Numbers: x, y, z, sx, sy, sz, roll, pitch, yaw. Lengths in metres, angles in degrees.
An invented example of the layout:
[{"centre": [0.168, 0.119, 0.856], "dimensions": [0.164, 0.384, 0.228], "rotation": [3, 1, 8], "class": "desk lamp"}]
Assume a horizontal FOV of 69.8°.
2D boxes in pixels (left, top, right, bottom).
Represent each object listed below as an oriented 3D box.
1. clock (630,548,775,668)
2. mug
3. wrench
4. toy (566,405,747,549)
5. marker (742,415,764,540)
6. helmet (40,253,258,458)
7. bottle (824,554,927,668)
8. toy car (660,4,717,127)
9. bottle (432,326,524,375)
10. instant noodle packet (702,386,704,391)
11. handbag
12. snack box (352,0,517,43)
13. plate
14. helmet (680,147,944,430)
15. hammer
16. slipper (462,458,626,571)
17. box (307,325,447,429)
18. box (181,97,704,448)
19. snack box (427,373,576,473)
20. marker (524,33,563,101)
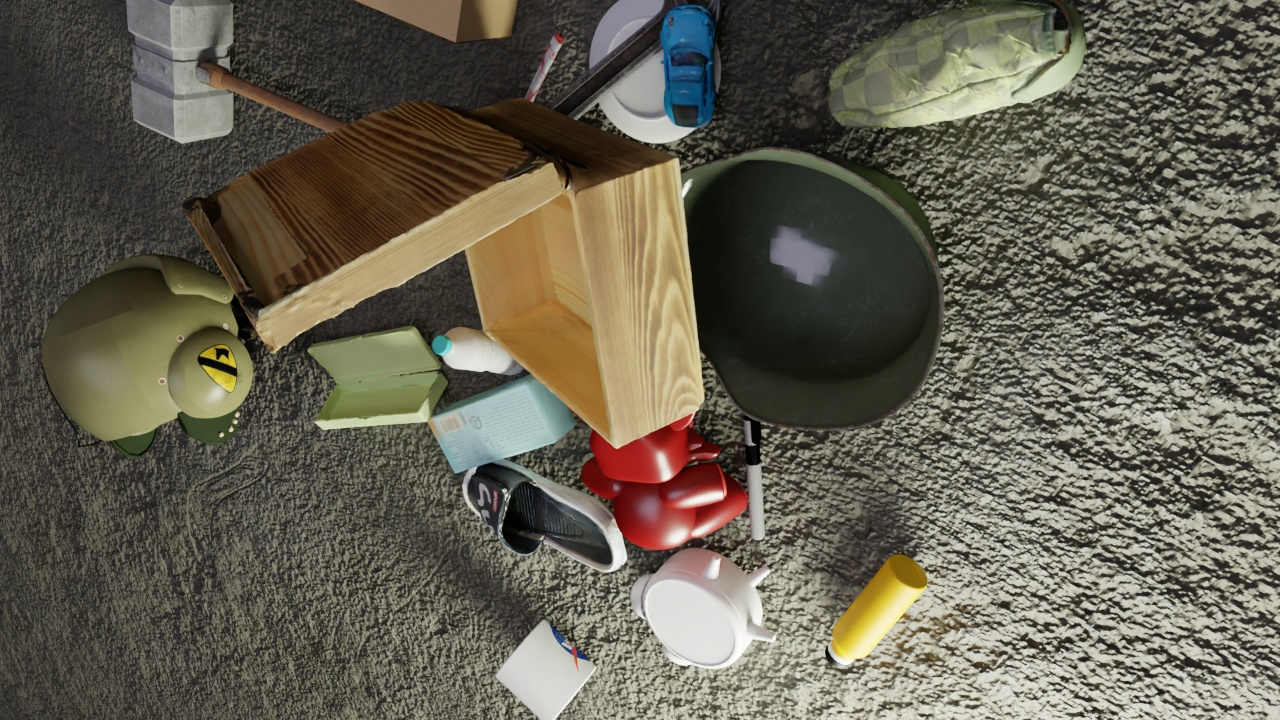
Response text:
[{"centre": [0.070, 0.269, 1.014], "dimensions": [0.161, 0.072, 0.125], "rotation": [-33, 93, 42], "class": "clock"}, {"centre": [-0.121, 0.397, 1.166], "dimensions": [0.090, 0.090, 0.121], "rotation": [40, 157, 9], "class": "mug"}, {"centre": [-0.036, -0.261, 0.853], "dimensions": [0.274, 0.010, 0.070], "rotation": [-29, 96, 35], "class": "wrench"}, {"centre": [0.012, 0.097, 0.924], "dimensions": [0.159, 0.120, 0.197], "rotation": [4, 129, 30], "class": "toy"}, {"centre": [0.118, 0.122, 0.947], "dimensions": [0.016, 0.016, 0.141], "rotation": [5, 114, 28], "class": "marker"}, {"centre": [-0.584, -0.012, 1.125], "dimensions": [0.251, 0.254, 0.233], "rotation": [-10, 109, 31], "class": "helmet"}, {"centre": [0.232, 0.258, 0.925], "dimensions": [0.043, 0.043, 0.144], "rotation": [34, 124, 12], "class": "bottle"}, {"centre": [0.041, -0.252, 0.795], "dimensions": [0.048, 0.032, 0.105], "rotation": [6, 127, 12], "class": "toy car"}, {"centre": [-0.172, -0.010, 0.980], "dimensions": [0.044, 0.136, 0.044], "rotation": [-2, 84, 26], "class": "bottle"}, {"centre": [-0.006, 0.005, 0.959], "dimensions": [0.134, 0.026, 0.087], "rotation": [-13, 109, 33], "class": "instant noodle packet"}, {"centre": [0.230, -0.237, 0.671], "dimensions": [0.187, 0.113, 0.117], "rotation": [-5, 101, 32], "class": "handbag"}, {"centre": [-0.196, -0.346, 0.874], "dimensions": [0.126, 0.088, 0.040], "rotation": [27, 122, 17], "class": "snack box"}, {"centre": [0.009, -0.267, 0.840], "dimensions": [0.135, 0.011, 0.135], "rotation": [12, 116, 25], "class": "plate"}, {"centre": [0.136, -0.081, 0.762], "dimensions": [0.268, 0.153, 0.227], "rotation": [18, 122, 26], "class": "helmet"}, {"centre": [-0.432, -0.301, 1.031], "dimensions": [0.318, 0.082, 0.163], "rotation": [25, 121, 18], "class": "hammer"}, {"centre": [-0.130, 0.183, 1.062], "dimensions": [0.264, 0.062, 0.111], "rotation": [13, 124, 36], "class": "slipper"}, {"centre": [-0.334, 0.029, 1.121], "dimensions": [0.188, 0.082, 0.098], "rotation": [-9, 132, 33], "class": "box"}, {"centre": [-0.167, -0.076, 0.753], "dimensions": [0.279, 0.335, 0.287], "rotation": [38, 141, 51], "class": "box"}, {"centre": [-0.162, 0.072, 1.061], "dimensions": [0.175, 0.053, 0.075], "rotation": [-20, 100, 36], "class": "snack box"}, {"centre": [-0.110, -0.260, 0.910], "dimensions": [0.013, 0.012, 0.143], "rotation": [41, 125, 8], "class": "marker"}]
